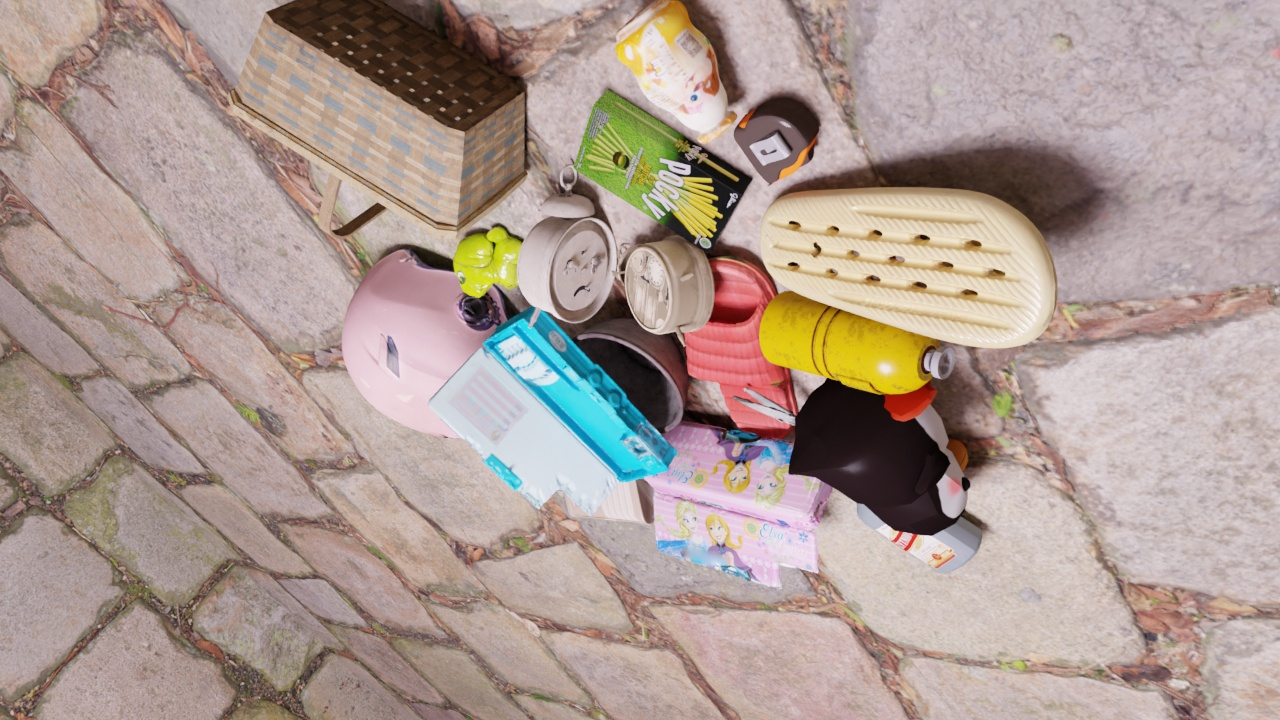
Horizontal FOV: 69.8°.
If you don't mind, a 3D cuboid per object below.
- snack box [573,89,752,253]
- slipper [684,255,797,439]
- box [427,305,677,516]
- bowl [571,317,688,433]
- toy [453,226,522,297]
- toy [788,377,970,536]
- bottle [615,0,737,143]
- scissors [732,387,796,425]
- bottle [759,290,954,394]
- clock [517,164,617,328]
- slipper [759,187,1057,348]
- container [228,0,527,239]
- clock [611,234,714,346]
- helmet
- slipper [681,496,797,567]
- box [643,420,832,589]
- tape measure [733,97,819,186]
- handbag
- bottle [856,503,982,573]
[{"bbox_3d":[0.017,-0.165,0.812,0.147,0.025,0.080,33,144,3],"label":"snack box"},{"bbox_3d":[0.096,0.003,0.914,0.104,0.059,0.249,9,138,30],"label":"slipper"},{"bbox_3d":[-0.090,0.062,0.994,0.170,0.085,0.227,-38,107,18],"label":"box"},{"bbox_3d":[-0.006,0.006,0.988,0.145,0.067,0.145,21,142,18],"label":"bowl"},{"bbox_3d":[-0.168,-0.107,1.011,0.093,0.036,0.094,25,121,20],"label":"toy"},{"bbox_3d":[0.230,0.100,0.853,0.184,0.140,0.159,45,-179,-32],"label":"toy"},{"bbox_3d":[0.030,-0.220,0.706,0.063,0.063,0.109,-16,119,47],"label":"bottle"},{"bbox_3d":[0.154,0.067,0.931,0.161,0.014,0.118,7,143,-9],"label":"scissors"},{"bbox_3d":[0.186,-0.013,0.782,0.164,0.070,0.071,17,143,46],"label":"bottle"},{"bbox_3d":[-0.076,-0.113,0.898,0.061,0.103,0.157,18,116,33],"label":"clock"},{"bbox_3d":[0.207,-0.087,0.713,0.262,0.079,0.111,18,122,46],"label":"slipper"},{"bbox_3d":[-0.241,-0.208,0.864,0.250,0.157,0.187,32,133,4],"label":"container"},{"bbox_3d":[0.012,-0.077,0.870,0.141,0.054,0.093,40,133,46],"label":"clock"},{"bbox_3d":[-0.250,0.001,1.117,0.255,0.152,0.231,34,141,-9],"label":"helmet"},{"bbox_3d":[0.101,0.168,1.098,0.264,0.063,0.111,8,133,49],"label":"slipper"},{"bbox_3d":[0.095,0.152,0.979,0.231,0.160,0.062,7,176,45],"label":"box"},{"bbox_3d":[0.108,-0.172,0.721,0.059,0.038,0.058,-16,121,47],"label":"tape measure"},{"bbox_3d":[-0.060,0.101,1.132,0.176,0.062,0.198,-9,110,56],"label":"handbag"},{"bbox_3d":[0.270,0.158,0.962,0.161,0.046,0.072,34,144,2],"label":"bottle"}]
